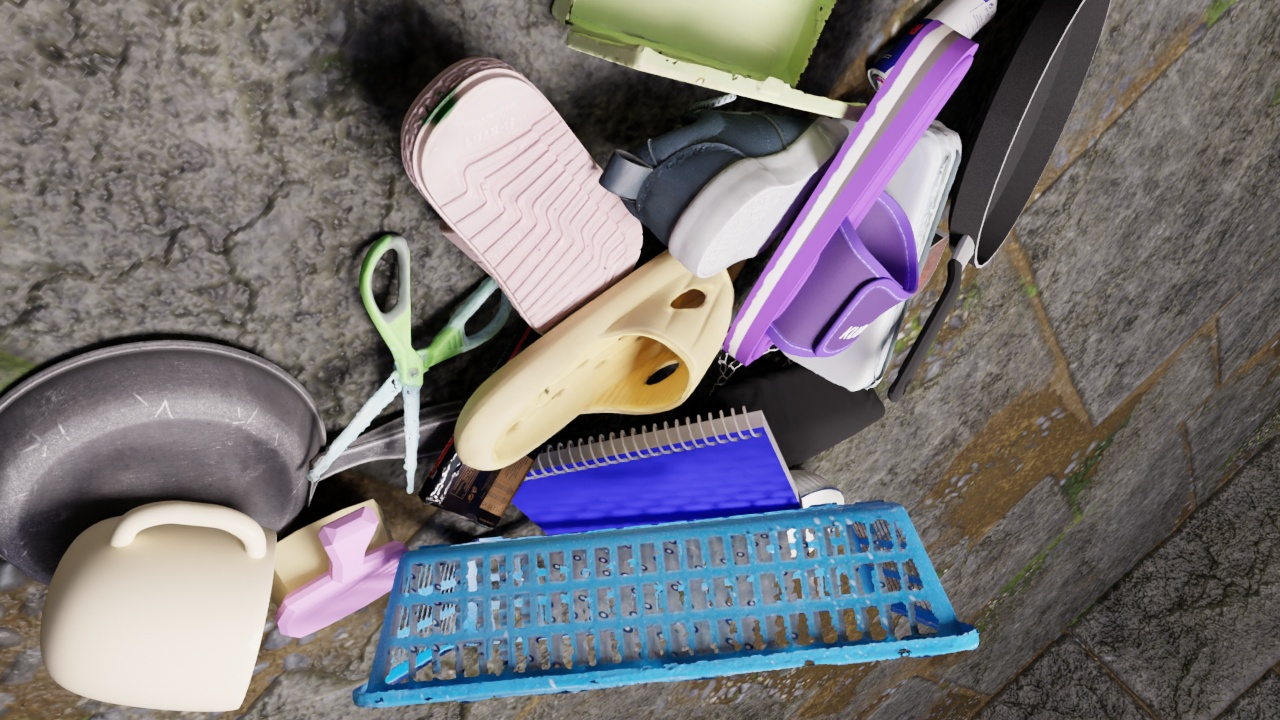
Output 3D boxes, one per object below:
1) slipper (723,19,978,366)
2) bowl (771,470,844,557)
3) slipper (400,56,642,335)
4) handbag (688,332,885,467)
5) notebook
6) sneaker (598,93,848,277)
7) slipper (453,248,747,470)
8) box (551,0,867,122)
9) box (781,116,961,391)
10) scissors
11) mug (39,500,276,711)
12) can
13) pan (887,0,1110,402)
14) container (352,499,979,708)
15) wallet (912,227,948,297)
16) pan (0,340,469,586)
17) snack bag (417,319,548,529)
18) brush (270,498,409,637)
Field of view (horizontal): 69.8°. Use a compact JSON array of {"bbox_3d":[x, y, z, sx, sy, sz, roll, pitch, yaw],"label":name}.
[{"bbox_3d":[0.150,-0.077,0.599,0.107,0.084,0.267,-39,163,-51],"label":"slipper"},{"bbox_3d":[0.142,0.153,0.934,0.118,0.062,0.118,-22,138,-22],"label":"bowl"},{"bbox_3d":[-0.066,-0.091,0.518,0.094,0.064,0.239,-43,156,-3],"label":"slipper"},{"bbox_3d":[0.108,0.040,0.798,0.153,0.114,0.125,-18,160,-32],"label":"handbag"},{"bbox_3d":[0.009,0.100,0.718,0.209,0.022,0.172,-12,146,14],"label":"notebook"},{"bbox_3d":[0.057,-0.120,0.571,0.089,0.087,0.234,-56,169,31],"label":"sneaker"},{"bbox_3d":[-0.004,0.004,0.609,0.260,0.079,0.112,-35,162,-29],"label":"slipper"},{"bbox_3d":[0.050,-0.194,0.515,0.187,0.091,0.083,-3,112,-42],"label":"box"},{"bbox_3d":[0.159,-0.080,0.679,0.083,0.122,0.216,6,114,-15],"label":"box"},{"bbox_3d":[-0.134,0.005,0.559,0.159,0.025,0.172,-24,127,-45],"label":"scissors"},{"bbox_3d":[-0.249,0.120,0.475,0.099,0.096,0.120,14,116,-25],"label":"mug"},{"bbox_3d":[0.205,-0.223,0.642,0.095,0.032,0.032,-43,142,2],"label":"can"},{"bbox_3d":[0.261,-0.125,0.688,0.356,0.034,0.225,-58,156,-10],"label":"pan"},{"bbox_3d":[0.013,0.157,0.639,0.362,0.089,0.257,-6,170,1],"label":"container"},{"bbox_3d":[0.222,-0.067,0.786,0.122,0.019,0.072,-31,149,-44],"label":"wallet"},{"bbox_3d":[-0.205,0.062,0.571,0.356,0.055,0.188,-4,130,-32],"label":"pan"},{"bbox_3d":[-0.086,0.040,0.628,0.155,0.018,0.074,-59,141,-8],"label":"snack bag"},{"bbox_3d":[-0.187,0.118,0.561,0.089,0.043,0.229,-25,165,-27],"label":"brush"}]
